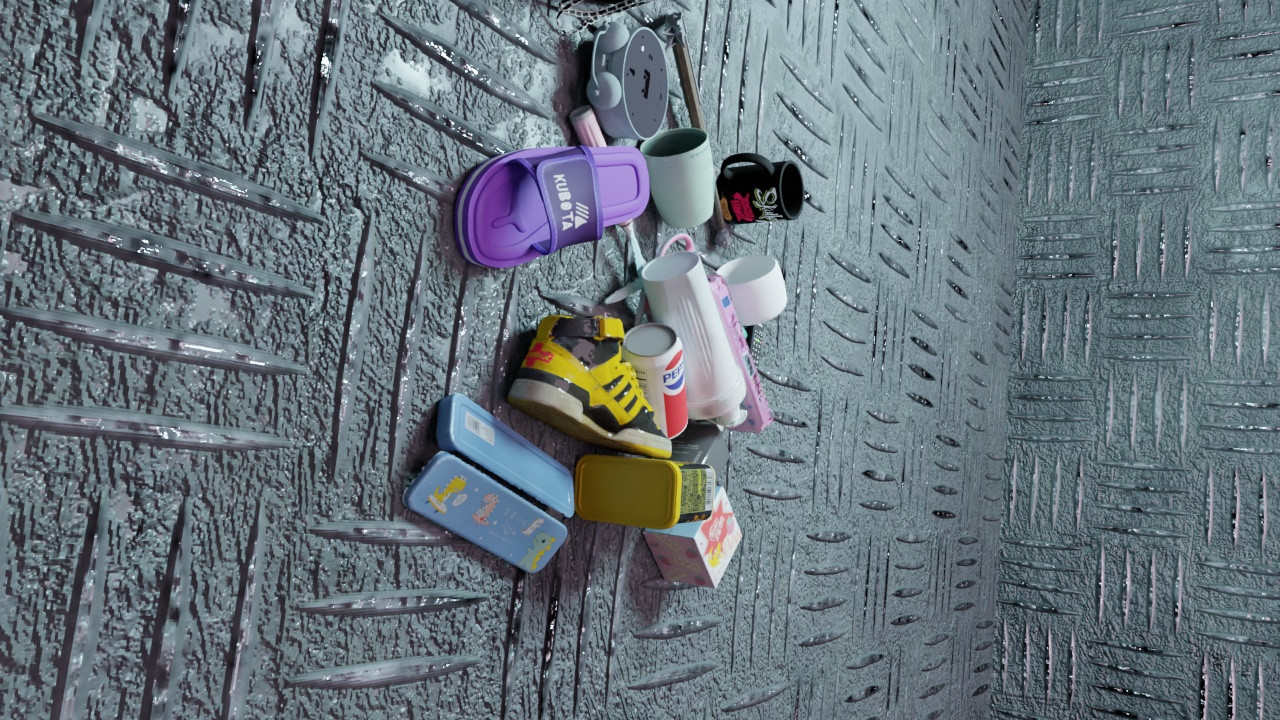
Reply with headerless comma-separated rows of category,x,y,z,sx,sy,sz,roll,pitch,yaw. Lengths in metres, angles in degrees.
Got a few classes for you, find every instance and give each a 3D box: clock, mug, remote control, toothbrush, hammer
clock,-0.017,-0.317,1.038,0.159,0.045,0.122,14,83,-64
mug,0.145,-0.092,1.270,0.115,0.094,0.068,-33,122,-25
remote control,0.163,0.001,1.363,0.033,0.015,0.146,27,69,-53
mug,0.160,-0.244,1.277,0.118,0.098,0.081,48,52,-45
toothbrush,-0.030,-0.187,1.060,0.027,0.027,0.223,-41,128,-25
hammer,0.079,-0.293,1.202,0.146,0.028,0.317,-83,160,-56
mug,0.050,-0.231,1.141,0.111,0.084,0.104,-92,169,-53

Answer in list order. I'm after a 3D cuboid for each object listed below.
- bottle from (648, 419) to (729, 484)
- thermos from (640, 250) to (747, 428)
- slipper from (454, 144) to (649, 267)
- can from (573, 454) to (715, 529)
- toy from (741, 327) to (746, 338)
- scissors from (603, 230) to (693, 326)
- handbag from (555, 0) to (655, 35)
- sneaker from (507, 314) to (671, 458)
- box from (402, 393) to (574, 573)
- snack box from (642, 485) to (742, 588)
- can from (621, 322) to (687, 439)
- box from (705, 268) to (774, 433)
bottle,0.062,0.122,1.158,0.173,0.084,0.046,-53,133,-42
thermos,0.064,-0.022,1.118,0.099,0.099,0.220,-51,133,-43
slipper,-0.061,-0.166,0.932,0.265,0.084,0.107,-25,116,-47
can,0.007,0.146,1.034,0.101,0.131,0.072,10,83,-58
toy,0.130,0.002,1.299,0.085,0.033,0.105,8,86,-57
scissors,0.014,-0.087,1.113,0.170,0.013,0.177,-35,131,-43
handbag,-0.018,-0.412,0.980,0.153,0.125,0.115,-13,102,-56
sneaker,-0.038,0.026,0.997,0.238,0.086,0.122,31,70,-49
box,-0.135,0.126,0.899,0.209,0.043,0.124,43,55,-46
snack box,0.068,0.222,1.172,0.092,0.080,0.095,-54,132,-41
can,0.017,0.027,1.071,0.070,0.070,0.132,-52,146,-42
box,0.118,-0.016,1.212,0.070,0.085,0.230,-39,118,-33
